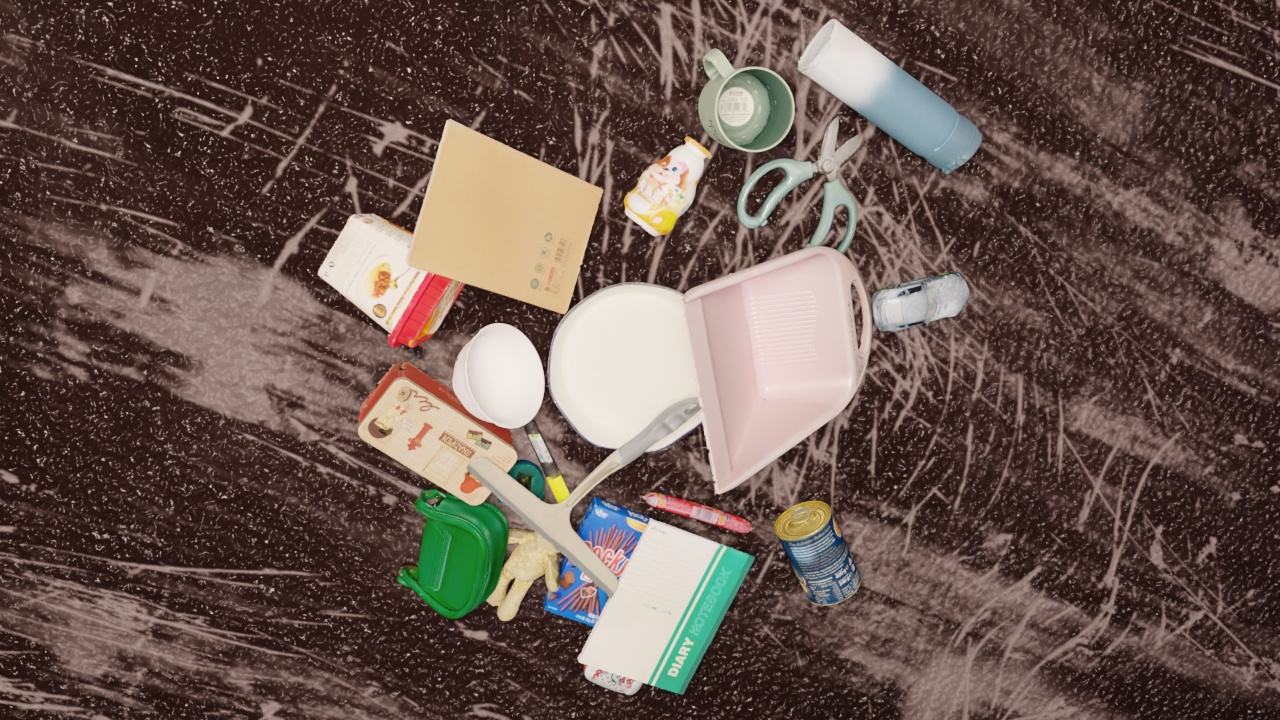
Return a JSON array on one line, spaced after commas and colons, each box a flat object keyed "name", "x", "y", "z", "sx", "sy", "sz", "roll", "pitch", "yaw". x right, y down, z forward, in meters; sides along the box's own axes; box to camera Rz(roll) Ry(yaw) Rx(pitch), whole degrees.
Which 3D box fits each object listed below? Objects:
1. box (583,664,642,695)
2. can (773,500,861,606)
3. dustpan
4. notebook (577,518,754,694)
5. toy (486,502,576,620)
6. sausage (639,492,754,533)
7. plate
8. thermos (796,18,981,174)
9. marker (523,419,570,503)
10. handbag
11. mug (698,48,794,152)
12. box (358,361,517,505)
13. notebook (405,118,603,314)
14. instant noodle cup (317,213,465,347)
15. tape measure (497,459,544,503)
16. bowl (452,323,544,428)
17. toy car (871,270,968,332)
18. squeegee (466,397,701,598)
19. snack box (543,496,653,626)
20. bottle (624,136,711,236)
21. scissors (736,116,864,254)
[{"name": "box", "x": 0.010, "y": 0.337, "z": 1.166, "sx": 0.087, "sy": 0.048, "sz": 0.201, "roll": 31, "pitch": 99, "yaw": -15}, {"name": "can", "x": 0.224, "y": 0.243, "z": 1.152, "sx": 0.075, "sy": 0.075, "sz": 0.111, "roll": -27, "pitch": 108, "yaw": 1}, {"name": "dustpan", "x": 0.164, "y": -0.011, "z": 1.003, "sx": 0.139, "sy": 0.272, "sz": 0.223, "roll": -3, "pitch": 113, "yaw": 23}, {"name": "notebook", "x": 0.032, "y": 0.308, "z": 1.138, "sx": 0.150, "sy": 0.012, "sz": 0.209, "roll": 23, "pitch": 102, "yaw": -16}, {"name": "toy", "x": -0.136, "y": 0.249, "z": 1.119, "sx": 0.105, "sy": 0.066, "sz": 0.157, "roll": 43, "pitch": 104, "yaw": 26}, {"name": "sausage", "x": 0.072, "y": 0.189, "z": 1.145, "sx": 0.156, "sy": 0.020, "sz": 0.020, "roll": 18, "pitch": 103, "yaw": -13}, {"name": "plate", "x": -0.006, "y": 0.006, "z": 1.067, "sx": 0.205, "sy": 0.045, "sz": 0.205, "roll": -2, "pitch": 108, "yaw": -7}, {"name": "thermos", "x": 0.278, "y": -0.286, "z": 1.010, "sx": 0.220, "sy": 0.070, "sz": 0.070, "roll": 29, "pitch": 100, "yaw": -16}, {"name": "marker", "x": -0.111, "y": 0.125, "z": 1.105, "sx": 0.018, "sy": 0.015, "sz": 0.124, "roll": -23, "pitch": 105, "yaw": -1}, {"name": "handbag", "x": -0.223, "y": 0.228, "z": 1.083, "sx": 0.120, "sy": 0.067, "sz": 0.131, "roll": 18, "pitch": 107, "yaw": 15}, {"name": "mug", "x": 0.100, "y": -0.276, "z": 0.964, "sx": 0.082, "sy": 0.106, "sz": 0.112, "roll": -36, "pitch": 108, "yaw": 4}, {"name": "box", "x": -0.232, "y": 0.082, "z": 1.049, "sx": 0.168, "sy": 0.079, "sz": 0.091, "roll": 37, "pitch": 97, "yaw": -22}, {"name": "notebook", "x": -0.134, "y": -0.142, "z": 0.955, "sx": 0.207, "sy": 0.008, "sz": 0.148, "roll": 16, "pitch": 91, "yaw": -44}, {"name": "instant noodle cup", "x": -0.261, "y": -0.091, "z": 0.976, "sx": 0.124, "sy": 0.116, "sz": 0.117, "roll": 33, "pitch": 100, "yaw": -3}, {"name": "tape measure", "x": -0.143, "y": 0.148, "z": 1.101, "sx": 0.058, "sy": 0.025, "sz": 0.054, "roll": 1, "pitch": 107, "yaw": -9}, {"name": "bowl", "x": -0.171, "y": 0.022, "z": 1.032, "sx": 0.065, "sy": 0.118, "sz": 0.118, "roll": -14, "pitch": 113, "yaw": 37}, {"name": "toy car", "x": 0.335, "y": -0.069, "z": 1.096, "sx": 0.120, "sy": 0.037, "sz": 0.054, "roll": -15, "pitch": 107, "yaw": -6}, {"name": "squeegee", "x": -0.026, "y": 0.118, "z": 1.057, "sx": 0.247, "sy": 0.039, "sz": 0.246, "roll": -41, "pitch": 111, "yaw": 8}, {"name": "snack box", "x": -0.051, "y": 0.254, "z": 1.144, "sx": 0.084, "sy": 0.026, "sz": 0.157, "roll": 23, "pitch": 102, "yaw": -13}, {"name": "bottle", "x": 0.032, "y": -0.191, "z": 1.004, "sx": 0.063, "sy": 0.063, "sz": 0.108, "roll": 35, "pitch": 99, "yaw": -16}, {"name": "scissors", "x": 0.205, "y": -0.182, "z": 1.054, "sx": 0.174, "sy": 0.019, "sz": 0.177, "roll": -37, "pitch": 107, "yaw": 3}]
